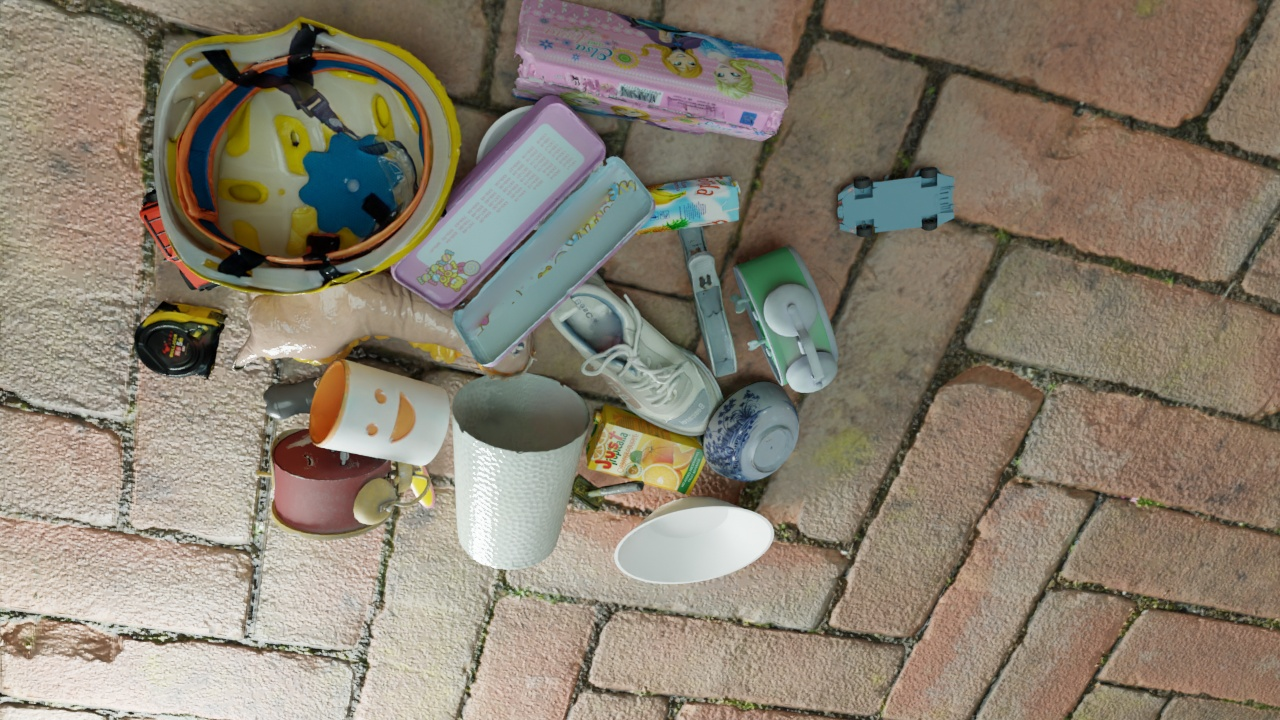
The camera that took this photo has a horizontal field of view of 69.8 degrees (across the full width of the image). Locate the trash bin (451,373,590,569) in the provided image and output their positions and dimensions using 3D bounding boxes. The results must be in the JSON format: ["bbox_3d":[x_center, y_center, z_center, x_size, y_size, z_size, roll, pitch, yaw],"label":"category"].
[{"bbox_3d":[-0.126,0.115,0.920,0.133,0.133,0.162,5,121,-9],"label":"trash bin"}]

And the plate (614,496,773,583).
[{"bbox_3d":[0.056,0.189,1.003,0.174,0.036,0.174,-6,142,-5],"label":"plate"}]

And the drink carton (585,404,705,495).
[{"bbox_3d":[0.004,0.093,0.966,0.122,0.041,0.058,17,114,-13],"label":"drink carton"}]

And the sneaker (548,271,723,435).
[{"bbox_3d":[-0.005,0.005,0.893,0.090,0.090,0.242,-41,114,13],"label":"sneaker"}]

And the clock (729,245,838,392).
[{"bbox_3d":[0.134,-0.033,0.847,0.075,0.161,0.122,-22,116,4],"label":"clock"}]

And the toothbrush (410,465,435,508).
[{"bbox_3d":[-0.238,0.102,0.959,0.021,0.016,0.135,-13,117,-4],"label":"toothbrush"}]

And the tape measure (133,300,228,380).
[{"bbox_3d":[-0.434,-0.019,0.864,0.072,0.042,0.072,15,116,-18],"label":"tape measure"}]

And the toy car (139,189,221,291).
[{"bbox_3d":[-0.402,-0.107,0.817,0.051,0.048,0.100,-19,118,4],"label":"toy car"}]

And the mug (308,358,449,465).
[{"bbox_3d":[-0.245,0.050,0.863,0.105,0.082,0.082,18,115,-35],"label":"mug"}]

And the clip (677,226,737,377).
[{"bbox_3d":[0.064,-0.059,0.889,0.027,0.090,0.162,-15,131,1],"label":"clip"}]

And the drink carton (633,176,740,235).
[{"bbox_3d":[0.028,-0.142,0.847,0.129,0.044,0.039,-8,118,0],"label":"drink carton"}]

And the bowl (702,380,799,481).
[{"bbox_3d":[0.123,0.082,0.946,0.114,0.045,0.114,-16,123,-26],"label":"bowl"}]

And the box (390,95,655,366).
[{"bbox_3d":[-0.102,-0.107,0.792,0.214,0.062,0.140,-42,96,13],"label":"box"}]

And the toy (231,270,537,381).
[{"bbox_3d":[-0.238,-0.022,0.879,0.264,0.065,0.197,22,123,-24],"label":"toy"}]

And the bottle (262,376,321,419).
[{"bbox_3d":[-0.313,0.033,0.905,0.110,0.036,0.036,-10,117,-1],"label":"bottle"}]

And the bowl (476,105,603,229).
[{"bbox_3d":[-0.089,-0.176,0.819,0.110,0.040,0.110,-3,117,-5],"label":"bowl"}]

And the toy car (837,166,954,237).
[{"bbox_3d":[0.241,-0.152,0.873,0.108,0.027,0.060,-6,118,8],"label":"toy car"}]

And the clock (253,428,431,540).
[{"bbox_3d":[-0.286,0.112,0.900,0.159,0.117,0.081,9,113,6],"label":"clock"}]

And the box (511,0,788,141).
[{"bbox_3d":[0.003,-0.231,0.789,0.230,0.084,0.091,10,144,-11],"label":"box"}]

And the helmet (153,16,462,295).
[{"bbox_3d":[-0.256,-0.154,0.751,0.240,0.139,0.209,-6,88,-3],"label":"helmet"}]

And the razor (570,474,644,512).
[{"bbox_3d":[-0.030,0.136,0.962,0.042,0.026,0.106,41,148,-22],"label":"razor"}]
